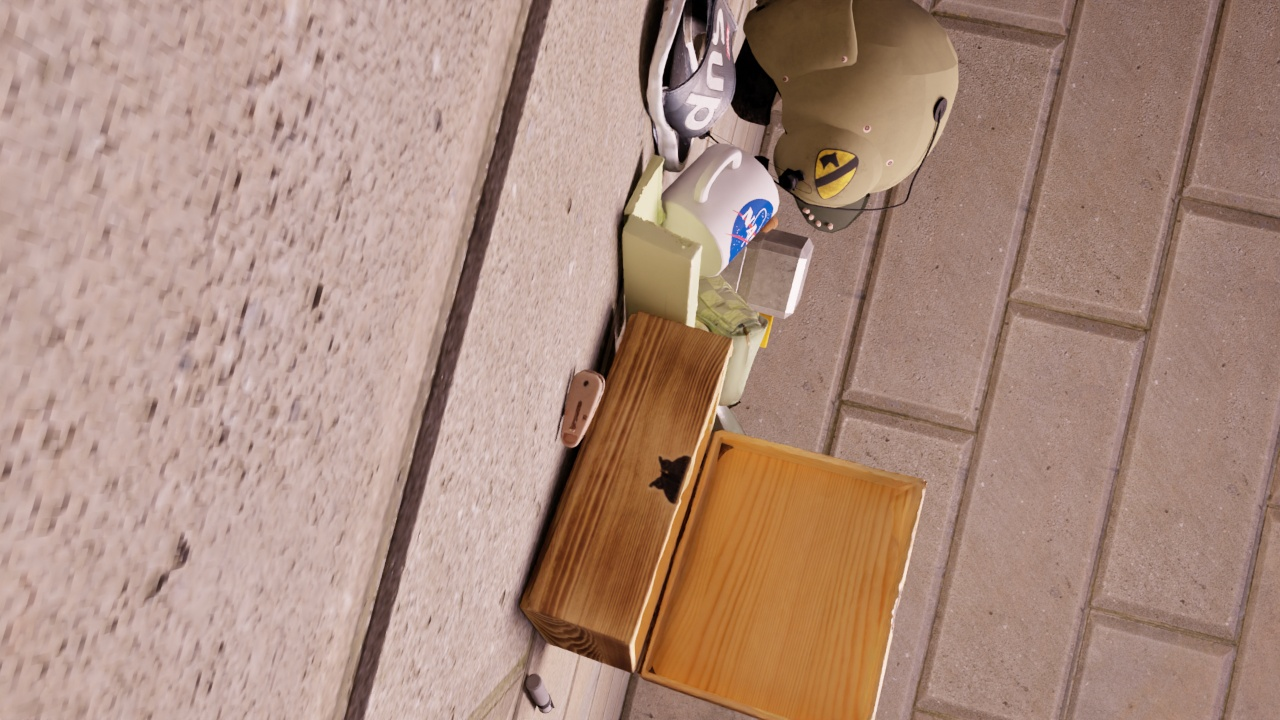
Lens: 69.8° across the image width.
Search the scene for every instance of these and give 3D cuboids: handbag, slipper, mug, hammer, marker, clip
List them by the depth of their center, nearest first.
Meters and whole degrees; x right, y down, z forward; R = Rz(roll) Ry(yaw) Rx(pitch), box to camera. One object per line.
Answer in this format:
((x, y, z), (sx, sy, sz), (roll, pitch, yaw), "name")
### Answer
((-0.047, 0.037, 0.695), (0.049, 0.026, 0.061), (-63, 173, -48), "clip")
((0.047, -0.231, 0.769), (0.264, 0.063, 0.111), (80, 25, -81), "slipper")
((0.069, -0.150, 0.860), (0.090, 0.091, 0.121), (-47, 162, -22), "mug")
((-0.097, 0.322, 0.884), (0.141, 0.016, 0.016), (92, 14, -61), "marker")
((0.049, -0.036, 0.971), (0.186, 0.116, 0.113), (55, -33, 38), "handbag")
((0.145, -0.152, 1.184), (0.316, 0.163, 0.083), (-48, 151, -65), "hammer")

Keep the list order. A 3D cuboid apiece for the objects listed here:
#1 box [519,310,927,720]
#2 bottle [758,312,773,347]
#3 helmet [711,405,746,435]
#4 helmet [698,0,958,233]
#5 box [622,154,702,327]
((0.102, 0.176, 0.860), (0.287, 0.336, 0.278), (94, 14, -67), "box")
((0.096, -0.054, 1.183), (0.043, 0.144, 0.043), (15, 88, -83), "bottle")
((0.084, 0.125, 1.301), (0.267, 0.154, 0.227), (25, 39, -64), "helmet")
((0.197, -0.288, 0.969), (0.249, 0.256, 0.233), (-71, 175, -48), "helmet")
((0.027, -0.081, 0.820), (0.097, 0.082, 0.188), (-61, 168, -21), "box")
